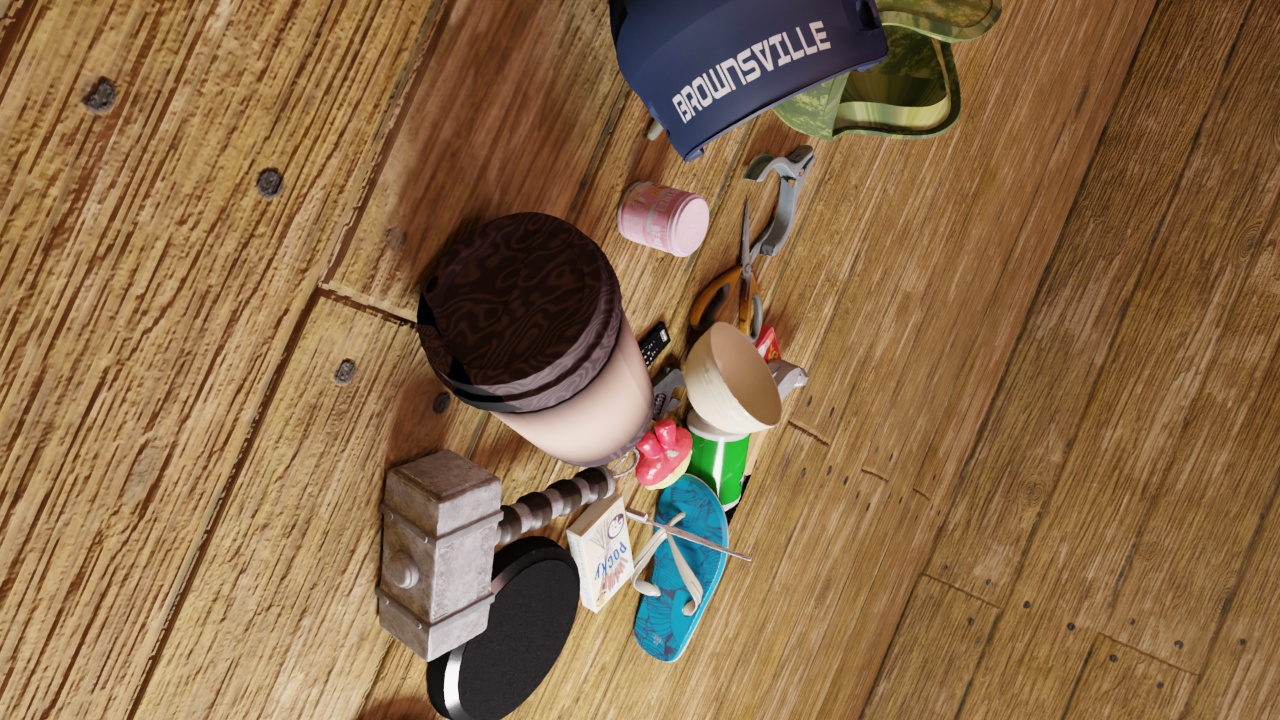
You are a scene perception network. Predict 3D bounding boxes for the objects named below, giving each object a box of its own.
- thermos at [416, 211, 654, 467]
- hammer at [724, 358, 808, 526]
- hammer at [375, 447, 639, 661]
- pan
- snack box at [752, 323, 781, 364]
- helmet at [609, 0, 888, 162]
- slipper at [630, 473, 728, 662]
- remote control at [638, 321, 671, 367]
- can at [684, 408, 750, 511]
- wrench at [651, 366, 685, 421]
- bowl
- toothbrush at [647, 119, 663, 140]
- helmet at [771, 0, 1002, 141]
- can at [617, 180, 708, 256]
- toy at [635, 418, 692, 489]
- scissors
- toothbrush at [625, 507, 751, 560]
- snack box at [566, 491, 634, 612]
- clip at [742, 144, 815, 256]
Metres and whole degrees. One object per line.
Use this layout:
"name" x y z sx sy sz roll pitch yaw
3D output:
"thermos" -0.077 -0.002 0.832 0.172 0.173 0.226 -58 153 -15
"hammer" 0.158 0.154 1.381 0.131 0.039 0.328 0 114 -62
"hammer" -0.116 0.157 0.937 0.325 0.079 0.177 -17 123 -50
"pan" -0.160 0.372 1.060 0.224 0.034 0.357 -10 116 -54
"snack box" 0.160 0.023 1.340 0.132 0.021 0.089 -55 147 -21
"helmet" 0.085 -0.325 0.833 0.223 0.233 0.271 64 22 -5
"slipper" 0.045 0.296 1.250 0.060 0.118 0.295 -25 134 -58
"remote control" -0.006 0.006 1.074 0.139 0.009 0.030 -49 130 -36
"can" 0.101 0.132 1.254 0.087 0.088 0.140 -26 130 -48
"wrench" -0.028 0.057 1.081 0.272 0.018 0.073 -14 117 -52
"bowl" 0.107 0.033 1.171 0.075 0.150 0.150 -32 161 27
"toothbrush" 0.048 -0.295 0.977 0.154 0.015 0.022 -59 180 -15
"helmet" 0.245 -0.366 1.022 0.213 0.247 0.243 82 -2 -67
"can" 0.025 -0.151 0.972 0.067 0.076 0.067 -34 135 -42
"toy" 0.028 0.120 1.174 0.091 0.045 0.135 -46 149 -13
"scissors" 0.135 -0.100 1.233 0.224 0.016 0.230 -54 145 -26
"toothbrush" 0.057 0.217 1.151 0.010 0.182 0.010 -54 143 -32
"snack box" -0.049 0.241 1.154 0.081 0.026 0.150 -43 140 -36
"clip" 0.174 -0.220 1.198 0.165 0.032 0.164 1 104 -58
